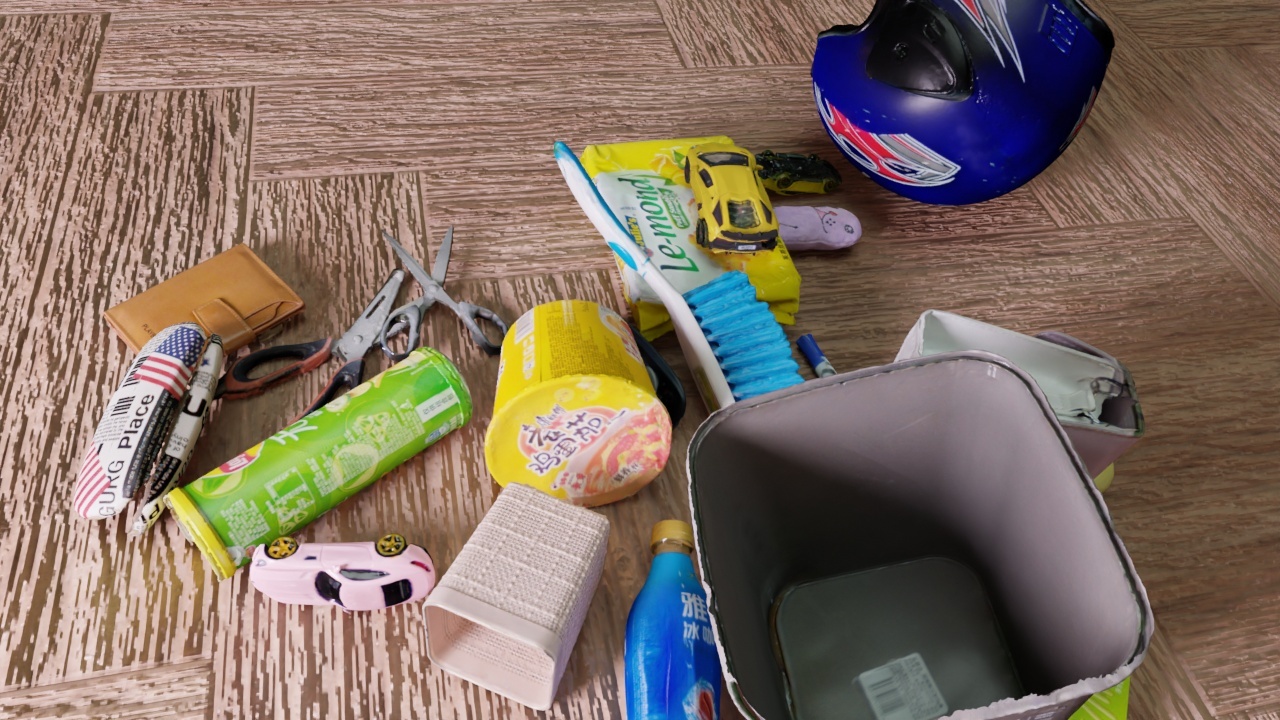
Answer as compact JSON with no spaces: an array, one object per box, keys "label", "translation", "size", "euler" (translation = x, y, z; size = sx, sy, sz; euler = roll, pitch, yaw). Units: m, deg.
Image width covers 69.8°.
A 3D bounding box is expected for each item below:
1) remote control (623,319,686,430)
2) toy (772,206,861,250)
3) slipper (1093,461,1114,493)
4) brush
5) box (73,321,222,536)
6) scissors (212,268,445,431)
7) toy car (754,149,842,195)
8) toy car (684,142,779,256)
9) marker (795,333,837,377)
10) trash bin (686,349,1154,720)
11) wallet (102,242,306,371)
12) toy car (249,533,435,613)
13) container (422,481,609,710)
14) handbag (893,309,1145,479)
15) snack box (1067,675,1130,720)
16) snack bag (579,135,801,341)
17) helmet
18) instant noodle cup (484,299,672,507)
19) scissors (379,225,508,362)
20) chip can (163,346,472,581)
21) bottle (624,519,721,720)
[{"label":"remote control","translation":[-0.005,0.005,0.774],"size":[0.024,0.053,0.136],"euler":[-8,47,-47]},{"label":"toy","translation":[0.168,-0.135,0.921],"size":[0.108,0.039,0.083],"euler":[-2,41,-7]},{"label":"slipper","translation":[0.302,0.050,0.754],"size":[0.190,0.082,0.091],"euler":[18,47,5]},{"label":"brush","translation":[0.038,-0.055,0.751],"size":[0.109,0.061,0.314],"euler":[-22,85,-12]},{"label":"box","translation":[-0.358,0.040,0.663],"size":[0.081,0.075,0.163],"euler":[29,51,-27]},{"label":"scissors","translation":[-0.256,-0.003,0.770],"size":[0.221,0.015,0.189],"euler":[-11,52,-15]},{"label":"toy car","translation":[0.165,-0.196,0.979],"size":[0.105,0.032,0.048],"euler":[-3,49,-24]},{"label":"toy car","translation":[0.080,-0.152,0.835],"size":[0.071,0.041,0.155],"euler":[-2,50,-10]},{"label":"marker","translation":[0.176,0.033,0.792],"size":[0.017,0.017,0.145],"euler":[-14,53,-18]},{"label":"trash bin","translation":[0.148,0.146,0.536],"size":[0.199,0.220,0.198],"euler":[-13,49,5]},{"label":"wallet","translation":[-0.369,-0.041,0.781],"size":[0.108,0.031,0.131],"euler":[38,57,25]},{"label":"toy car","translation":[-0.202,0.147,0.623],"size":[0.122,0.056,0.037],"euler":[0,43,-6]},{"label":"container","translation":[-0.077,0.153,0.614],"size":[0.090,0.090,0.110],"euler":[20,47,10]},{"label":"handbag","translation":[0.235,0.067,0.652],"size":[0.145,0.197,0.098],"euler":[15,50,5]},{"label":"snack box","translation":[0.260,0.208,0.647],"size":[0.156,0.026,0.085],"euler":[22,50,12]},{"label":"snack bag","translation":[0.042,-0.120,0.873],"size":[0.158,0.068,0.246],"euler":[-8,52,-14]},{"label":"helmet","translation":[0.295,-0.301,0.941],"size":[0.315,0.241,0.246],"euler":[49,22,21]},{"label":"instant noodle cup","translation":[-0.051,0.028,0.700],"size":[0.138,0.138,0.109],"euler":[-2,41,-9]},{"label":"scissors","translation":[-0.180,-0.060,0.817],"size":[0.159,0.014,0.180],"euler":[23,47,0]},{"label":"chip can","translation":[-0.226,0.068,0.676],"size":[0.220,0.073,0.072],"euler":[-34,61,-30]},{"label":"bottle","translation":[0.020,0.205,0.596],"size":[0.065,0.065,0.218],"euler":[4,48,-3]}]
